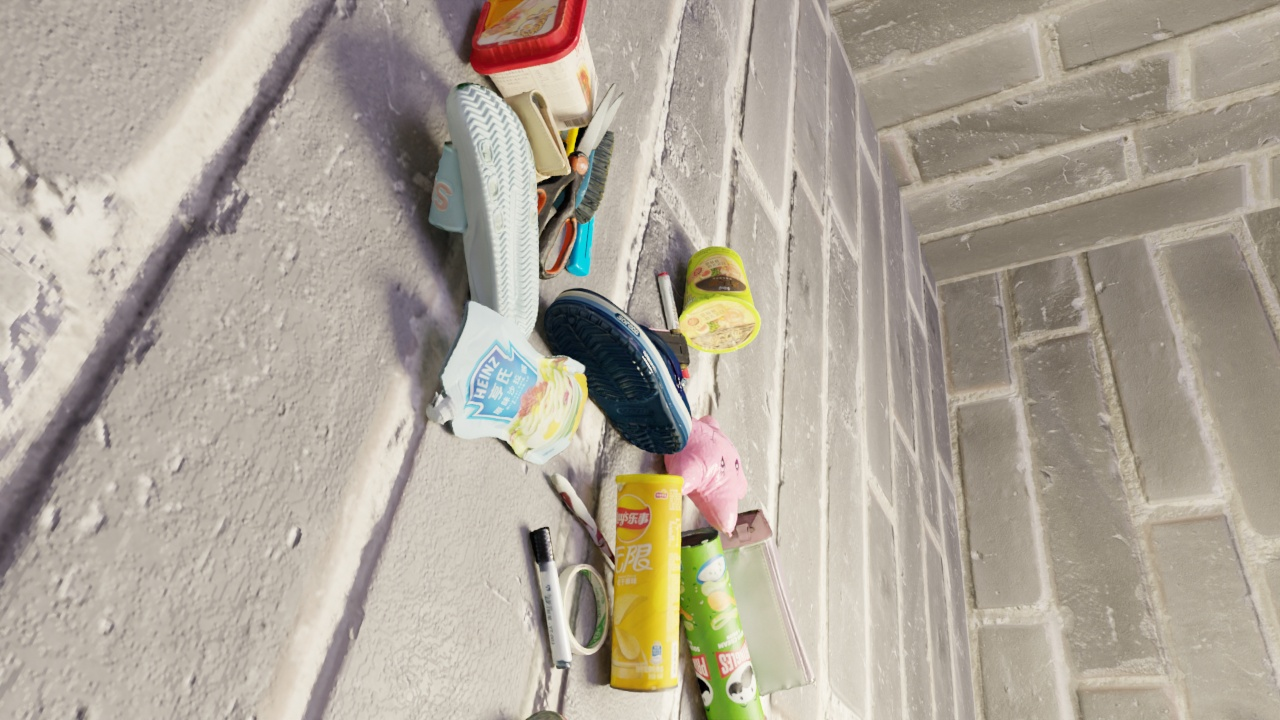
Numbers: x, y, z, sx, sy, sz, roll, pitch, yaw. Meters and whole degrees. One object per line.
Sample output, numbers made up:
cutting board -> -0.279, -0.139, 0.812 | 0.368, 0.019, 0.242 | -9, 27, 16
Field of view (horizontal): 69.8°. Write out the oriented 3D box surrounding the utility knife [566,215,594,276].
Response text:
utility knife -> -0.063, -0.188, 1.077 | 0.034, 0.018, 0.224 | 47, 38, -45

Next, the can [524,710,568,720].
can -> -0.053, 0.365, 0.798 | 0.147, 0.058, 0.057 | 58, 32, -34

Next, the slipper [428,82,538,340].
slipper -> -0.143, -0.124, 0.832 | 0.103, 0.074, 0.245 | -38, 129, -62

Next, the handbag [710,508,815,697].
handbag -> 0.151, 0.307, 1.185 | 0.144, 0.098, 0.197 | -42, 116, -78

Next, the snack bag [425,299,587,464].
snack bag -> -0.116, 0.027, 0.828 | 0.110, 0.039, 0.191 | -62, 147, -3

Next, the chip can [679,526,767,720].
chip can -> 0.087, 0.320, 1.083 | 0.072, 0.072, 0.236 | -16, 93, -64

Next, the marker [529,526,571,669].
marker -> -0.083, 0.219, 0.850 | 0.018, 0.023, 0.130 | -5, 86, -53

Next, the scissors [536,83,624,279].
scissors -> -0.077, -0.198, 0.944 | 0.152, 0.022, 0.234 | 7, 96, -51

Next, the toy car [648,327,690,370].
toy car -> 0.017, -0.013, 1.137 | 0.122, 0.037, 0.056 | 4, 72, -50

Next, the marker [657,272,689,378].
marker -> 0.044, -0.046, 1.223 | 0.017, 0.017, 0.145 | -5, 83, -64

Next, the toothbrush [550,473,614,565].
toothbrush -> -0.047, 0.183, 0.942 | 0.188, 0.016, 0.017 | 61, 40, -31

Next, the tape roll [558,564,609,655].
tape roll -> -0.057, 0.243, 0.896 | 0.085, 0.014, 0.085 | 37, 46, -53

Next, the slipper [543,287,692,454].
slipper -> -0.006, 0.006, 0.998 | 0.253, 0.105, 0.095 | 57, 40, -40

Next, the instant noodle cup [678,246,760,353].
instant noodle cup -> 0.106, -0.092, 1.280 | 0.112, 0.112, 0.123 | 51, 28, -42

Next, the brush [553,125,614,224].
brush -> -0.074, -0.221, 1.032 | 0.073, 0.055, 0.143 | 28, 50, -28

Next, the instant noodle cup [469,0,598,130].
instant noodle cup -> -0.102, -0.311, 0.960 | 0.124, 0.117, 0.116 | 64, 26, -51

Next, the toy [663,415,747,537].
toy -> 0.086, 0.140, 1.151 | 0.194, 0.075, 0.178 | 25, 42, -55

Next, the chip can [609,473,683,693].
chip can -> 0.007, 0.223, 0.936 | 0.072, 0.072, 0.213 | 20, 69, -60

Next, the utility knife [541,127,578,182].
utility knife -> -0.086, -0.246, 1.002 | 0.033, 0.015, 0.156 | 15, 54, -12

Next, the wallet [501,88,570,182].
wallet -> -0.116, -0.209, 0.877 | 0.024, 0.115, 0.087 | -43, 119, -31
